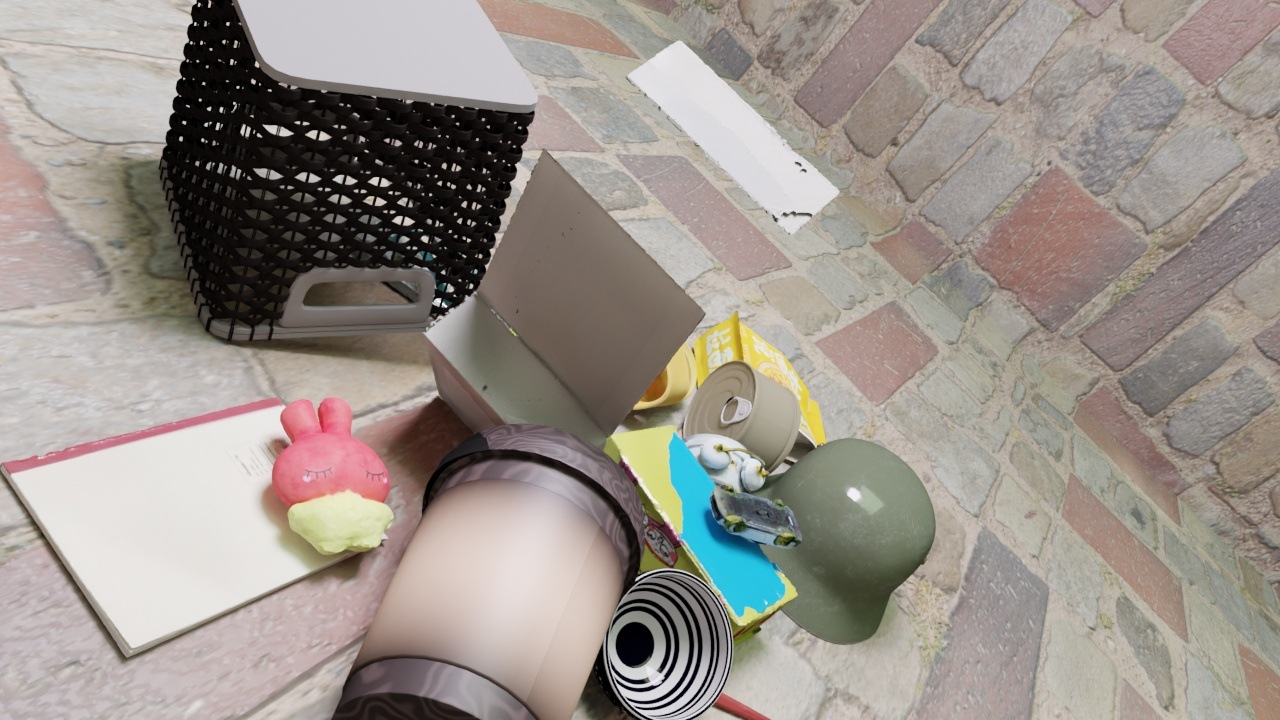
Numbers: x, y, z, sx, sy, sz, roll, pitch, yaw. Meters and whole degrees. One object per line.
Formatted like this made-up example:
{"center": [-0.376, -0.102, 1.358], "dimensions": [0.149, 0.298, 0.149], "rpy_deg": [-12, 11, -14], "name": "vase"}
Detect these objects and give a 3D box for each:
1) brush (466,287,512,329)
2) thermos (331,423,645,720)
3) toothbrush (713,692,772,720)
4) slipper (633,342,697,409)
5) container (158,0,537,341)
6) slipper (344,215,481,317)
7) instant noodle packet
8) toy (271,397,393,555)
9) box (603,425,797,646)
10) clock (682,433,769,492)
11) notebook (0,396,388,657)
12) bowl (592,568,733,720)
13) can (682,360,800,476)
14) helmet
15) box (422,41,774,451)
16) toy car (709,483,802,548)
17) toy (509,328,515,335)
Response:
{"center": [-0.134, -0.053, 0.981], "dimensions": [0.135, 0.015, 0.050], "rpy_deg": [1, 64, -52], "name": "brush"}
{"center": [-0.099, 0.174, 0.624], "dimensions": [0.172, 0.173, 0.225], "rpy_deg": [36, 34, -10], "name": "thermos"}
{"center": [0.091, 0.308, 0.818], "dimensions": [0.190, 0.016, 0.016], "rpy_deg": [31, 30, -18], "name": "toothbrush"}
{"center": [-0.006, 0.006, 1.039], "dimensions": [0.262, 0.079, 0.099], "rpy_deg": [-5, 85, -49], "name": "slipper"}
{"center": [-0.259, -0.193, 0.804], "dimensions": [0.246, 0.244, 0.245], "rpy_deg": [-4, 50, -37], "name": "container"}
{"center": [-0.196, -0.078, 0.984], "dimensions": [0.269, 0.055, 0.098], "rpy_deg": [42, 25, -2], "name": "slipper"}
{"center": [0.183, 0.055, 1.257], "dimensions": [0.221, 0.084, 0.162], "rpy_deg": [35, 29, -26], "name": "instant noodle packet"}
{"center": [-0.229, 0.084, 0.684], "dimensions": [0.091, 0.045, 0.135], "rpy_deg": [15, 43, -46], "name": "toy"}
{"center": [0.041, 0.174, 0.893], "dimensions": [0.124, 0.079, 0.221], "rpy_deg": [-6, 54, -55], "name": "box"}
{"center": [0.084, 0.116, 0.986], "dimensions": [0.083, 0.118, 0.056], "rpy_deg": [30, 53, -21], "name": "clock"}
{"center": [-0.295, 0.101, 0.637], "dimensions": [0.153, 0.012, 0.208], "rpy_deg": [47, 27, 14], "name": "notebook"}
{"center": [0.008, 0.234, 0.754], "dimensions": [0.120, 0.067, 0.120], "rpy_deg": [9, 72, -28], "name": "bowl"}
{"center": [0.119, 0.072, 1.081], "dimensions": [0.073, 0.128, 0.127], "rpy_deg": [28, 30, -27], "name": "can"}
{"center": [0.247, 0.179, 1.058], "dimensions": [0.227, 0.154, 0.267], "rpy_deg": [50, 28, 16], "name": "helmet"}
{"center": [-0.070, -0.016, 0.697], "dimensions": [0.166, 0.420, 0.108], "rpy_deg": [46, 58, 9], "name": "box"}
{"center": [0.109, 0.154, 0.889], "dimensions": [0.105, 0.033, 0.048], "rpy_deg": [21, 35, -28], "name": "toy car"}
{"center": [-0.132, 0.021, 0.913], "dimensions": [0.092, 0.043, 0.117], "rpy_deg": [-6, 64, -27], "name": "toy"}
